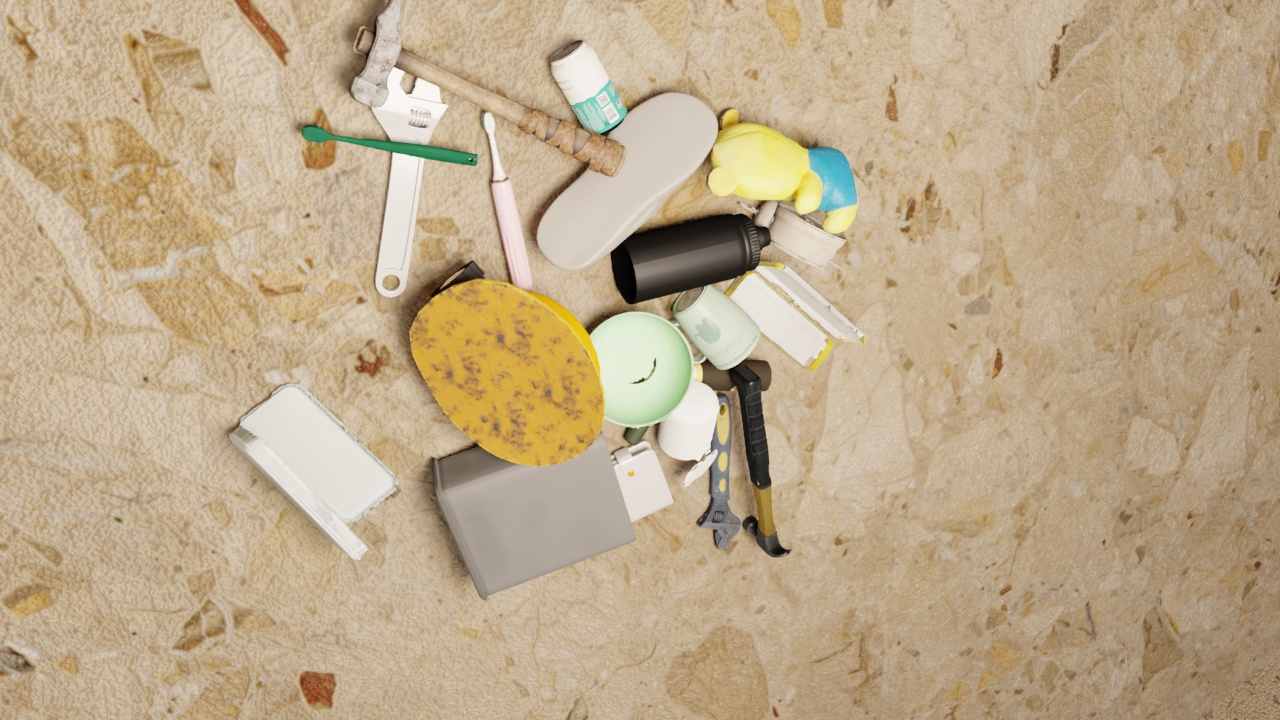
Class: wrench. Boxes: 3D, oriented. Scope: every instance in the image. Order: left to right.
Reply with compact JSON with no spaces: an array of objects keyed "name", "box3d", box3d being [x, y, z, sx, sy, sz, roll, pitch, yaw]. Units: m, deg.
[{"name":"wrench","box3d":[-0.279,-0.203,1.041,0.086,0.018,0.274,5,111,-26]},{"name":"wrench","box3d":[0.121,0.174,1.389,0.073,0.022,0.274,-11,117,-20]}]

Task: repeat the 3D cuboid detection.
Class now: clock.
[{"name":"clock","box3d":[0.199,-0.172,1.235,0.157,0.103,0.061,26,108,-6]}]

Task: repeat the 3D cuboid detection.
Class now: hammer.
[{"name":"hammer","box3d":[-0.156,-0.283,1.010,0.318,0.049,0.121,20,97,-26]},{"name":"hammer","box3d":[0.172,0.156,1.331,0.025,0.118,0.333,-23,125,-17]}]

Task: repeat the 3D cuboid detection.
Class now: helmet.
[{"name":"helmet","box3d":[-0.144,-0.006,1.120,0.206,0.131,0.255,-32,108,24]}]

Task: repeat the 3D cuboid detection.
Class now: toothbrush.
[{"name":"toothbrush","box3d":[-0.273,-0.236,1.009,0.189,0.017,0.016,4,112,-26]},{"name":"toothbrush","box3d":[-0.161,-0.186,1.097,0.027,0.026,0.223,-25,121,-28]}]

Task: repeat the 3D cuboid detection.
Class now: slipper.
[{"name":"slipper","box3d":[-0.015,-0.210,1.126,0.113,0.080,0.266,41,87,12]}]

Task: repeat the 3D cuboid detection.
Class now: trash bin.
[{"name":"trash bin","box3d":[-0.138,0.188,1.214,0.219,0.097,0.192,-19,119,-6]}]

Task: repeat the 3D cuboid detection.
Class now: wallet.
[{"name":"wallet","box3d":[-0.022,0.184,1.320,0.115,0.037,0.118,-24,121,-7]}]

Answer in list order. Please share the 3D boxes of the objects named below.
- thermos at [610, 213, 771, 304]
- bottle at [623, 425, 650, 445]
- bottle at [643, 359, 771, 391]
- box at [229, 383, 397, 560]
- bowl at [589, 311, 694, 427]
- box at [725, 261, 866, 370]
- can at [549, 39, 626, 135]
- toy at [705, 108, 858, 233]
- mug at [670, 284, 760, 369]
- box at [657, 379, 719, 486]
[{"name":"thermos","box3d":[0.069,-0.137,1.188,0.198,0.086,0.086,-15,118,-18]},{"name":"bottle","box3d":[0.011,0.072,1.281,0.025,0.025,0.106,19,114,-30]},{"name":"bottle","box3d":[0.093,0.020,1.295,0.184,0.045,0.045,1,112,-17]},{"name":"box","box3d":[-0.380,0.123,1.113,0.126,0.106,0.215,-49,125,-26]},{"name":"bowl","box3d":[-0.007,0.007,1.211,0.151,0.077,0.151,0,99,-2]},{"name":"box","box3d":[0.222,-0.066,1.309,0.117,0.057,0.210,-30,129,34]},{"name":"can","box3d":[-0.061,-0.315,1.067,0.055,0.055,0.101,-37,122,-6]},{"name":"toy","box3d":[0.181,-0.243,1.161,0.213,0.148,0.084,15,128,-23]},{"name":"mug","box3d":[0.088,-0.043,1.248,0.111,0.084,0.104,-37,114,25]},{"name":"box","box3d":[0.066,0.107,1.291,0.083,0.092,0.166,-46,159,-34]}]
